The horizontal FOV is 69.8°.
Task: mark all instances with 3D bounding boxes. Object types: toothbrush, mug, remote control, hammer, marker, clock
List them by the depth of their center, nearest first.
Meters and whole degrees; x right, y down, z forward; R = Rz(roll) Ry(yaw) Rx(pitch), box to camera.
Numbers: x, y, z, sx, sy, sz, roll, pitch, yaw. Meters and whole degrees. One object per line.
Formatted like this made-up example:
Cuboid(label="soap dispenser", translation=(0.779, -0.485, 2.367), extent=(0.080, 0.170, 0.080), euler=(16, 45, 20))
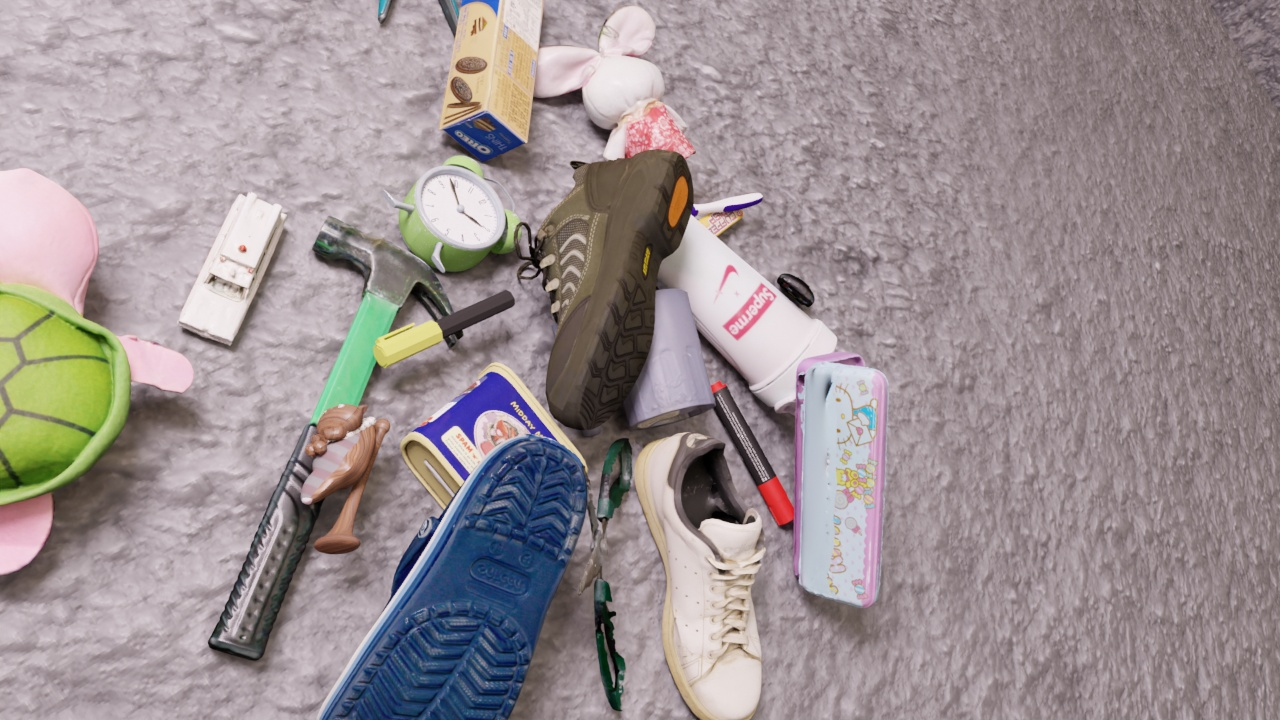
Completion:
Cuboid(label="hammer", translation=(-0.222, 0.050, 0.654), extent=(0.130, 0.032, 0.318), euler=(27, 58, -22))
Cuboid(label="marker", translation=(-0.148, -0.028, 0.704), extent=(0.123, 0.018, 0.021), euler=(-30, 89, -39))
Cuboid(label="clock", translation=(-0.152, -0.121, 0.765), extent=(0.119, 0.043, 0.094), euler=(-36, 91, -42))
Cuboid(label="mug", translation=(-0.005, 0.005, 0.797), extent=(0.123, 0.084, 0.104), euler=(-13, 78, -12))
Cuboid(label="marker", translation=(0.104, 0.086, 0.864), extent=(0.145, 0.021, 0.023), euler=(61, 21, 3))
Cuboid(label="remote control", translation=(0.155, -0.071, 0.905), extent=(0.041, 0.020, 0.151), euler=(40, 10, 5))
Cuboid(label="toothbrush", translation=(0.046, -0.148, 0.911), extent=(0.186, 0.016, 0.015), euler=(-14, 54, -28))

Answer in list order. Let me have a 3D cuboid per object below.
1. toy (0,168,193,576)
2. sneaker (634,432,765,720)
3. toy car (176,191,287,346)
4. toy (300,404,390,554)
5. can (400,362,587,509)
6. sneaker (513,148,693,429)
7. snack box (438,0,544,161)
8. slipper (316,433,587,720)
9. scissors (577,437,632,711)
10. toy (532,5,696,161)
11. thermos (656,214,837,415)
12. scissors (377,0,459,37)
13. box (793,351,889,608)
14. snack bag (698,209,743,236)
Cuboid(label="toy", translation=(-0.372, 0.003, 0.537), extent=(0.190, 0.088, 0.237), euler=(8, 69, -12))
Cuboid(label="sneaker", translation=(0.067, 0.171, 0.748), extent=(0.088, 0.103, 0.241), euler=(-5, 74, -35))
Cuboid(label="toy car", translation=(-0.288, -0.069, 0.655), extent=(0.039, 0.039, 0.112), euler=(25, 58, -24))
Cuboid(label="toy", translation=(-0.200, 0.072, 0.615), extent=(0.055, 0.042, 0.101), euler=(45, 41, -37))
Cuboid(label="can", translation=(-0.112, 0.075, 0.700), extent=(0.116, 0.057, 0.092), euler=(51, 53, -4))
Cuboid(label="sneaker", translation=(-0.058, -0.070, 0.737), extent=(0.101, 0.143, 0.237), euler=(50, 55, -62))
Cuboid(label="snack box", translation=(-0.132, -0.284, 0.836), extent=(0.056, 0.057, 0.206), euler=(33, 51, -47))
Cuboid(label="slipper", translation=(-0.120, 0.166, 0.621), extent=(0.105, 0.095, 0.252), euler=(35, 78, -22))
Cuboid(label="scissors", translation=(-0.022, 0.153, 0.720), extent=(0.201, 0.015, 0.202), euler=(-67, 152, -65))
Cuboid(label="toy", translation=(-0.010, -0.244, 0.895), extent=(0.158, 0.084, 0.194), euler=(-37, 96, -20))
Cuboid(label="thermos", translation=(0.093, -0.042, 0.871), extent=(0.220, 0.100, 0.099), euler=(42, 53, -6))
Cuboid(label="scissors", translation=(-0.202, -0.353, 0.850), extent=(0.124, 0.019, 0.155), euler=(36, 55, -17))
Cuboid(label="box", translation=(0.188, 0.104, 0.809), extent=(0.089, 0.093, 0.214), euler=(-10, 104, -37))
Cuboid(label="snack bag", translation=(0.074, -0.139, 0.942), extent=(0.099, 0.020, 0.026), euler=(-38, 95, -38))
